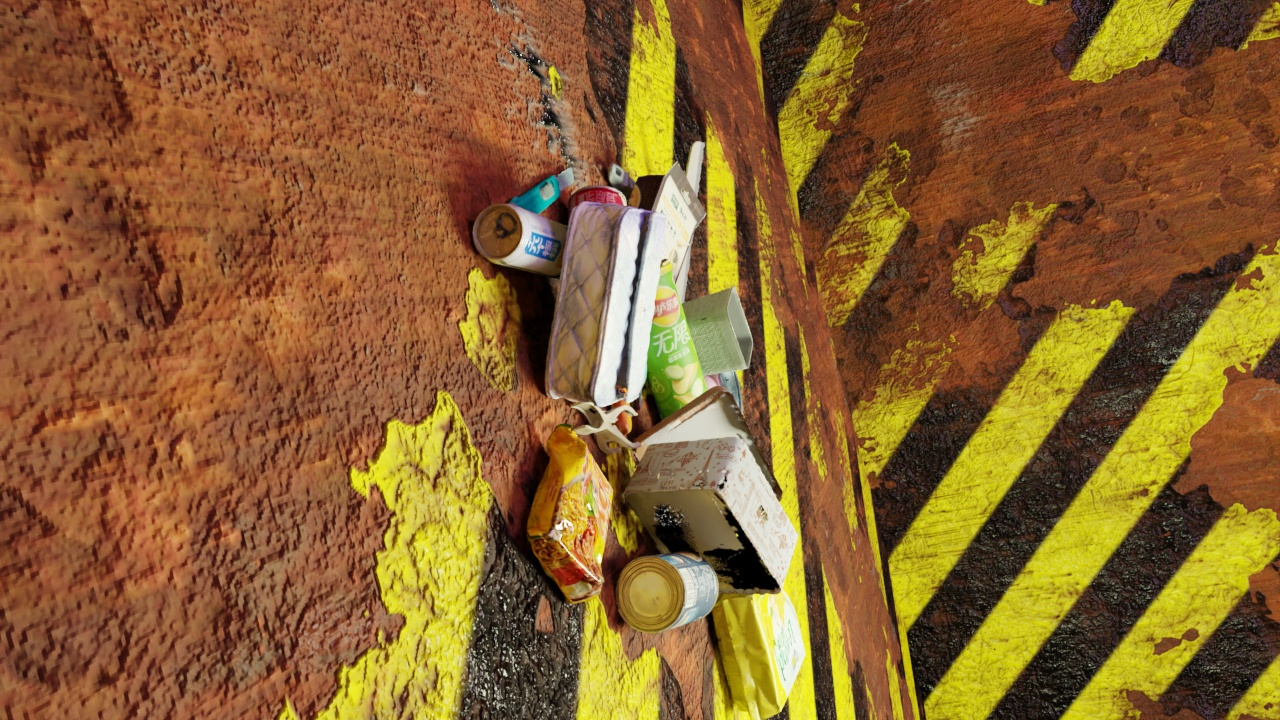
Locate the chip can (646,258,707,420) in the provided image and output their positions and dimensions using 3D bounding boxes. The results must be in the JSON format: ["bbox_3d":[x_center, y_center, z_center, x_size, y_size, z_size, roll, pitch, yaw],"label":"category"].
[{"bbox_3d":[0.034,-0.010,1.132,0.072,0.073,0.221,-48,122,-67],"label":"chip can"}]

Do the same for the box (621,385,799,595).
[{"bbox_3d":[0.091,0.144,1.045,0.182,0.153,0.177,59,43,-29],"label":"box"}]

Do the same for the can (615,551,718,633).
[{"bbox_3d":[0.028,0.235,0.938,0.111,0.075,0.075,23,56,-67],"label":"can"}]

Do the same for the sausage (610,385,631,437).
[{"bbox_3d":[-0.027,0.010,1.021,0.021,0.021,0.165,37,43,-62],"label":"sausage"}]

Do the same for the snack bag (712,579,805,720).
[{"bbox_3d":[0.161,0.364,1.241,0.246,0.068,0.158,-8,84,-71],"label":"snack bag"}]

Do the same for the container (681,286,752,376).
[{"bbox_3d":[0.078,-0.031,1.207,0.090,0.114,0.090,-66,139,-61],"label":"container"}]

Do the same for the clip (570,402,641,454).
[{"bbox_3d":[-0.038,0.055,0.946,0.104,0.035,0.083,44,39,-44],"label":"clip"}]

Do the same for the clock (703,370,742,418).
[{"bbox_3d":[0.100,0.050,1.302,0.158,0.060,0.117,-78,150,-55],"label":"clock"}]

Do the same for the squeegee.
[{"bbox_3d":[0.007,-0.223,1.261,0.246,0.039,0.246,17,79,-61],"label":"squeegee"}]

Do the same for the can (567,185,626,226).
[{"bbox_3d":[-0.046,-0.135,0.999,0.066,0.067,0.093,47,35,-55],"label":"can"}]

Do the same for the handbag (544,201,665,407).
[{"bbox_3d":[-0.028,-0.052,0.880,0.134,0.076,0.194,-21,122,-71],"label":"handbag"}]

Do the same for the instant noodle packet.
[{"bbox_3d":[-0.059,0.136,0.811,0.128,0.044,0.111,-83,157,-47],"label":"instant noodle packet"}]

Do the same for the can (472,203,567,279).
[{"bbox_3d":[-0.100,-0.108,0.844,0.134,0.053,0.053,4,73,-70],"label":"can"}]

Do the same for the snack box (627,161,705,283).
[{"bbox_3d":[0.028,-0.178,1.209,0.113,0.053,0.125,52,50,-51],"label":"snack box"}]

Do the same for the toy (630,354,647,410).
[{"bbox_3d":[-0.006,0.006,1.065,0.091,0.030,0.097,-84,172,-62],"label":"toy"}]

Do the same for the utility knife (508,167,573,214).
[{"bbox_3d":[-0.100,-0.175,0.954,0.207,0.013,0.029,-62,135,-63],"label":"utility knife"}]
